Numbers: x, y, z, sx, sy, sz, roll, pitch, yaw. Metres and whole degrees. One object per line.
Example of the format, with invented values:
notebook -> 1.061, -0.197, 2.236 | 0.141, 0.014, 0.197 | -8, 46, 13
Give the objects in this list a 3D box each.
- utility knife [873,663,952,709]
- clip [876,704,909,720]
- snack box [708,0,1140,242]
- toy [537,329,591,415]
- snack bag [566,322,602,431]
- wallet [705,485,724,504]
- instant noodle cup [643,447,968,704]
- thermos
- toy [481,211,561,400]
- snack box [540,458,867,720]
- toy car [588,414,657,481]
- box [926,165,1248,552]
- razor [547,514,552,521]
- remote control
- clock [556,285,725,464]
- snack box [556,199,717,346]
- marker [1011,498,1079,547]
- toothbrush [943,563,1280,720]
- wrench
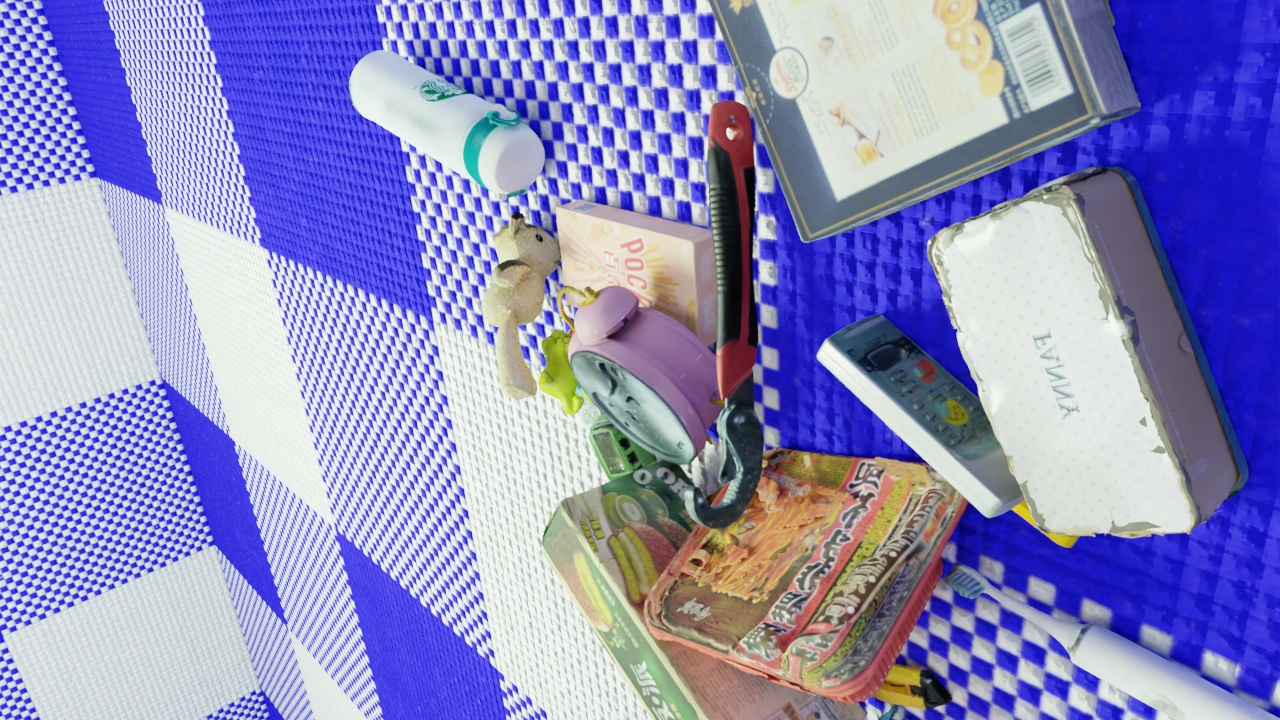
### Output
utility knife -> 0.123, 0.226, 0.681 | 0.217, 0.015, 0.033 | -2, 113, 42
clip -> 0.179, 0.270, 0.668 | 0.041, 0.014, 0.056 | 46, 141, 25
snack box -> 0.126, -0.172, 0.464 | 0.183, 0.045, 0.178 | -18, 94, 54
toy -> -0.041, 0.003, 0.766 | 0.100, 0.031, 0.097 | 14, 104, 30
snack bag -> -0.049, 0.022, 0.805 | 0.048, 0.026, 0.104 | -38, 79, 37
wallet -> 0.071, 0.161, 0.729 | 0.107, 0.031, 0.132 | 60, 145, 12
instant noodle cup -> 0.107, 0.136, 0.580 | 0.189, 0.164, 0.079 | 2, 134, 52
thermos -> -0.169, -0.209, 0.797 | 0.224, 0.073, 0.073 | 34, 133, 36
toy -> -0.100, -0.043, 0.769 | 0.105, 0.066, 0.157 | 91, 180, -75
snack box -> 0.040, 0.189, 0.657 | 0.240, 0.114, 0.063 | 51, 137, 24
toy car -> -0.010, 0.086, 0.771 | 0.043, 0.036, 0.091 | -19, 107, 35
box -> 0.214, 0.005, 0.440 | 0.090, 0.060, 0.184 | -16, 98, 54
razor -> -0.044, 0.157, 0.873 | 0.133, 0.028, 0.043 | 1, 141, 49
remote control -> 0.164, 0.027, 0.516 | 0.135, 0.056, 0.019 | 47, 139, 26
clock -> -0.004, 0.004, 0.674 | 0.158, 0.059, 0.117 | 39, 160, 7
snack box -> -0.005, -0.069, 0.701 | 0.157, 0.026, 0.084 | 22, 126, 44
marker -> 0.196, 0.061, 0.526 | 0.124, 0.018, 0.015 | 41, 138, 31
toothbrush -> 0.264, 0.165, 0.490 | 0.221, 0.026, 0.027 | 26, 134, 41
wrench -> 0.057, -0.027, 0.589 | 0.016, 0.056, 0.273 | 10, 101, 59
